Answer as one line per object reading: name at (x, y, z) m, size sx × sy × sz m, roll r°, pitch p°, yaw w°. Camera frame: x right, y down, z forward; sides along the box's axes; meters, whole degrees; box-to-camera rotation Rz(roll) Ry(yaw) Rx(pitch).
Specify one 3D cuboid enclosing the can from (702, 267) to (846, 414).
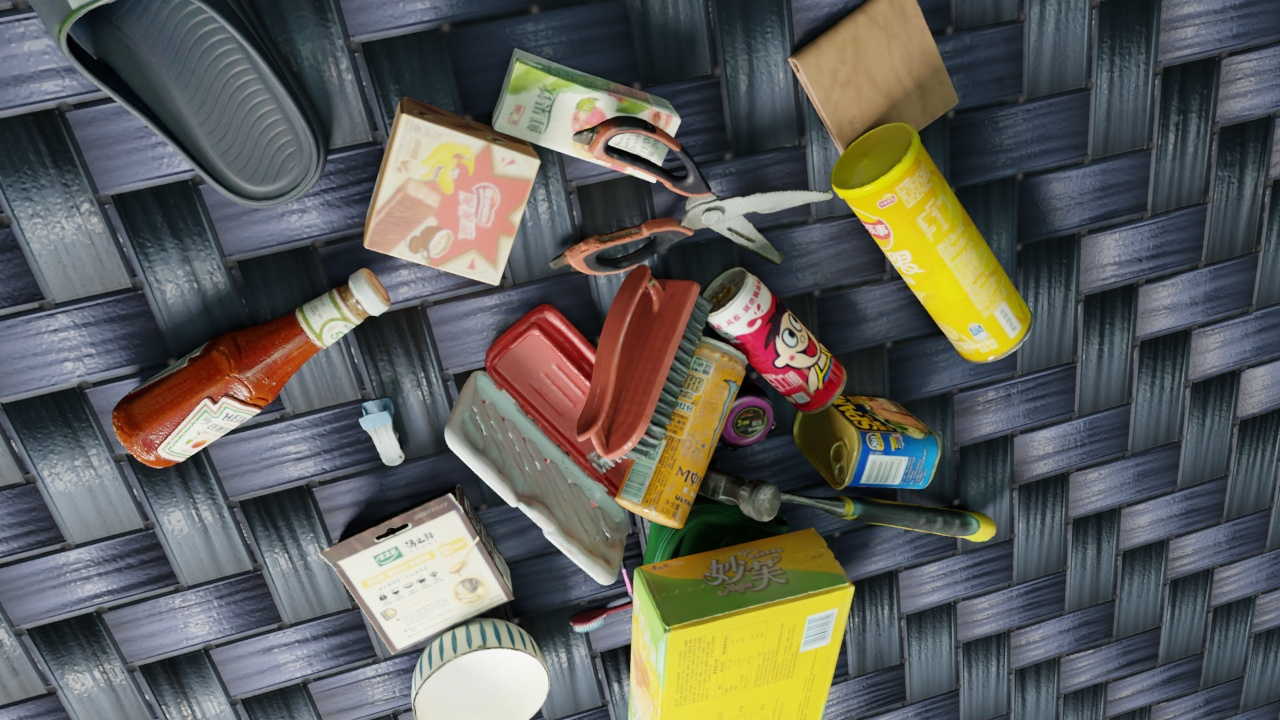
can at (0.108, -0.015, 0.748) m, size 0.053 × 0.053 × 0.132 m, roll -45°, pitch 116°, yaw 7°

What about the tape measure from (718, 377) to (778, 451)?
tape measure at (0.083, 0.044, 0.776) m, size 0.057 × 0.039 × 0.058 m, roll -28°, pitch 121°, yaw -1°

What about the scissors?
scissors at (0.034, -0.113, 0.674) m, size 0.225 × 0.015 × 0.189 m, roll -15°, pitch 144°, yaw 2°

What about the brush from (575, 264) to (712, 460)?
brush at (-0.004, 0.004, 0.691) m, size 0.069 × 0.063 × 0.145 m, roll 29°, pitch 76°, yaw -40°

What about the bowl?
bowl at (-0.142, 0.268, 0.797) m, size 0.116 × 0.066 × 0.117 m, roll -9°, pitch 123°, yaw -15°

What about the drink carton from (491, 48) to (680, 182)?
drink carton at (-0.039, -0.173, 0.647) m, size 0.122 × 0.045 × 0.054 m, roll 14°, pitch 118°, yaw -18°

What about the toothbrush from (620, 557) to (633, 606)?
toothbrush at (-0.002, 0.244, 0.841) m, size 0.018 × 0.014 × 0.189 m, roll -13°, pitch 126°, yaw 1°

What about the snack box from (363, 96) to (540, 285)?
snack box at (-0.131, -0.117, 0.631) m, size 0.094 × 0.077 × 0.093 m, roll 16°, pitch 108°, yaw -20°

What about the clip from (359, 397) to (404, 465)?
clip at (-0.201, 0.059, 0.724) m, size 0.027 × 0.043 × 0.058 m, roll -17°, pitch 120°, yaw -8°

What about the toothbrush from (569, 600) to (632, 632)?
toothbrush at (0.026, 0.219, 0.851) m, size 0.187 × 0.016 × 0.017 m, roll -15°, pitch 123°, yaw -7°

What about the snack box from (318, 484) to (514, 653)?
snack box at (-0.181, 0.166, 0.755) m, size 0.113 × 0.053 × 0.126 m, roll -24°, pitch 116°, yaw -3°

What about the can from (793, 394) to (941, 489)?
can at (0.191, 0.067, 0.779) m, size 0.083 × 0.102 × 0.057 m, roll 5°, pitch 111°, yaw -19°

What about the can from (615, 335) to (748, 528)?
can at (0.033, 0.056, 0.723) m, size 0.058 × 0.058 × 0.146 m, roll 28°, pitch 78°, yaw -23°

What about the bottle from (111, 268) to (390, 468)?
bottle at (-0.274, 0.002, 0.657) m, size 0.206 × 0.059 × 0.060 m, roll -32°, pitch 117°, yaw 0°

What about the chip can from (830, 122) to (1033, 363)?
chip can at (0.237, -0.088, 0.731) m, size 0.072 × 0.072 × 0.213 m, roll -43°, pitch 119°, yaw 6°

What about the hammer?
hammer at (0.188, 0.129, 0.813) m, size 0.322 × 0.126 × 0.032 m, roll 13°, pitch 89°, yaw -30°

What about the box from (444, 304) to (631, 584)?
box at (-0.057, 0.068, 0.735) m, size 0.201 × 0.074 × 0.154 m, roll 48°, pitch 66°, yaw -27°

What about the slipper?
slipper at (-0.291, -0.205, 0.552) m, size 0.110 × 0.083 × 0.268 m, roll -34°, pitch 118°, yaw 0°

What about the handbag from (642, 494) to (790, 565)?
handbag at (0.063, 0.185, 0.804) m, size 0.120 × 0.068 × 0.131 m, roll 6°, pitch 101°, yaw -12°

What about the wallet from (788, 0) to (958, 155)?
wallet at (0.181, -0.213, 0.701) m, size 0.101 × 0.020 × 0.115 m, roll -36°, pitch 119°, yaw 5°

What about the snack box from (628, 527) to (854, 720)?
snack box at (0.074, 0.245, 0.749) m, size 0.157 × 0.070 × 0.210 m, roll -9°, pitch 127°, yaw -16°
